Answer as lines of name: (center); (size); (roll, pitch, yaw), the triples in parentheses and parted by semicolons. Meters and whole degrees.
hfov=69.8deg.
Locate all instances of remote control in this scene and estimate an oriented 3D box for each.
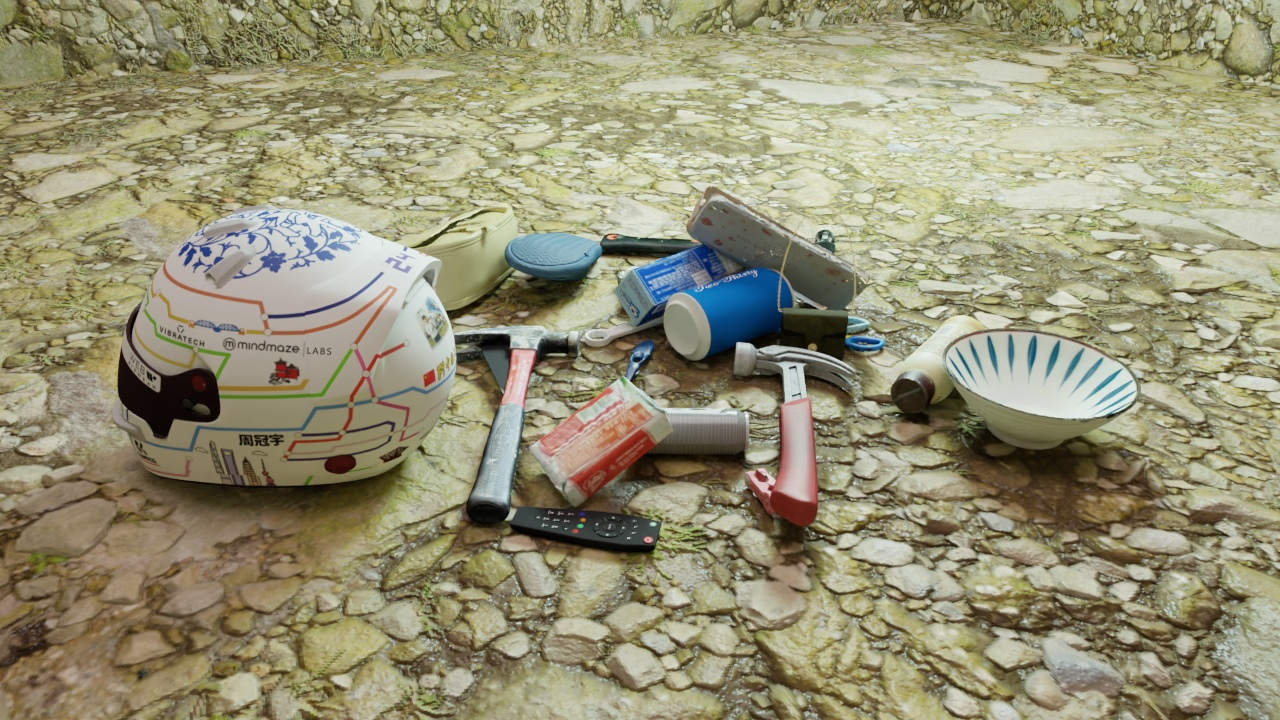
remote control: (-0.046, 0.140, 0.770); (0.125, 0.010, 0.039); (5, 29, 10)

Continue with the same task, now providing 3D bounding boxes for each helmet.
helmet: (-0.325, -0.019, 0.826); (0.314, 0.236, 0.230); (3, 27, 5)

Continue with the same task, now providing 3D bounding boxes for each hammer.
hammer: (0.106, -0.158, 1.302); (0.333, 0.033, 0.132); (4, 30, 10)
hammer: (-0.139, 0.050, 0.914); (0.140, 0.036, 0.325); (1, 29, -1)
hammer: (0.150, 0.060, 0.872); (0.126, 0.036, 0.315); (6, 24, 5)

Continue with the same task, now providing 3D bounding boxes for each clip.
clip: (0.117, 0.113, 0.811); (0.037, 0.022, 0.058); (-16, 31, -20)

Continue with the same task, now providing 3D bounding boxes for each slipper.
slipper: (-0.109, -0.133, 1.227); (0.104, 0.059, 0.213); (16, 18, 12)

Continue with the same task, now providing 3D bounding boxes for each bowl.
bowl: (0.382, 0.038, 0.896); (0.177, 0.071, 0.177); (0, 29, 0)

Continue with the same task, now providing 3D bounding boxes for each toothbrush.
toothbrush: (-0.006, 0.006, 1.012); (0.021, 0.016, 0.132); (10, 31, 12)

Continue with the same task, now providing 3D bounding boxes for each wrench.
wrench: (0.049, -0.060, 1.139); (0.272, 0.009, 0.047); (-19, 34, -31)

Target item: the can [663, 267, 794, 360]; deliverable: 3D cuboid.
can: (0.102, -0.056, 1.059); (0.145, 0.079, 0.079); (-20, 35, -32)

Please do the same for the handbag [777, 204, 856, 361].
handbag: (0.194, -0.082, 1.002); (0.084, 0.178, 0.027); (4, 29, 6)

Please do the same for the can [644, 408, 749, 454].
can: (0.048, 0.067, 0.870); (0.106, 0.044, 0.044); (0, 29, 0)

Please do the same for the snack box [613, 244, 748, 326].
snack box: (0.072, -0.108, 1.139); (0.225, 0.059, 0.059); (-25, 76, -36)

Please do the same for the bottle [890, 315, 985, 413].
bottle: (0.315, 0.005, 0.971); (0.056, 0.057, 0.161); (20, 35, 32)

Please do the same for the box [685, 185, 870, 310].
box: (0.169, -0.146, 1.116); (0.216, 0.096, 0.104); (28, 45, -8)

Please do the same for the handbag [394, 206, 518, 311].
handbag: (-0.251, -0.151, 1.226); (0.191, 0.089, 0.232); (9, 28, 28)

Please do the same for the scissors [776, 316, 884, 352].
scissors: (0.222, -0.035, 1.090); (0.132, 0.019, 0.104); (6, 25, 10)

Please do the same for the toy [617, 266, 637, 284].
toy: (0.026, -0.102, 1.186); (0.109, 0.041, 0.095); (-3, 29, -9)

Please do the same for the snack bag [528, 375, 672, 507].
snack bag: (-0.036, 0.071, 0.825); (0.115, 0.036, 0.077); (-38, 40, -10)
